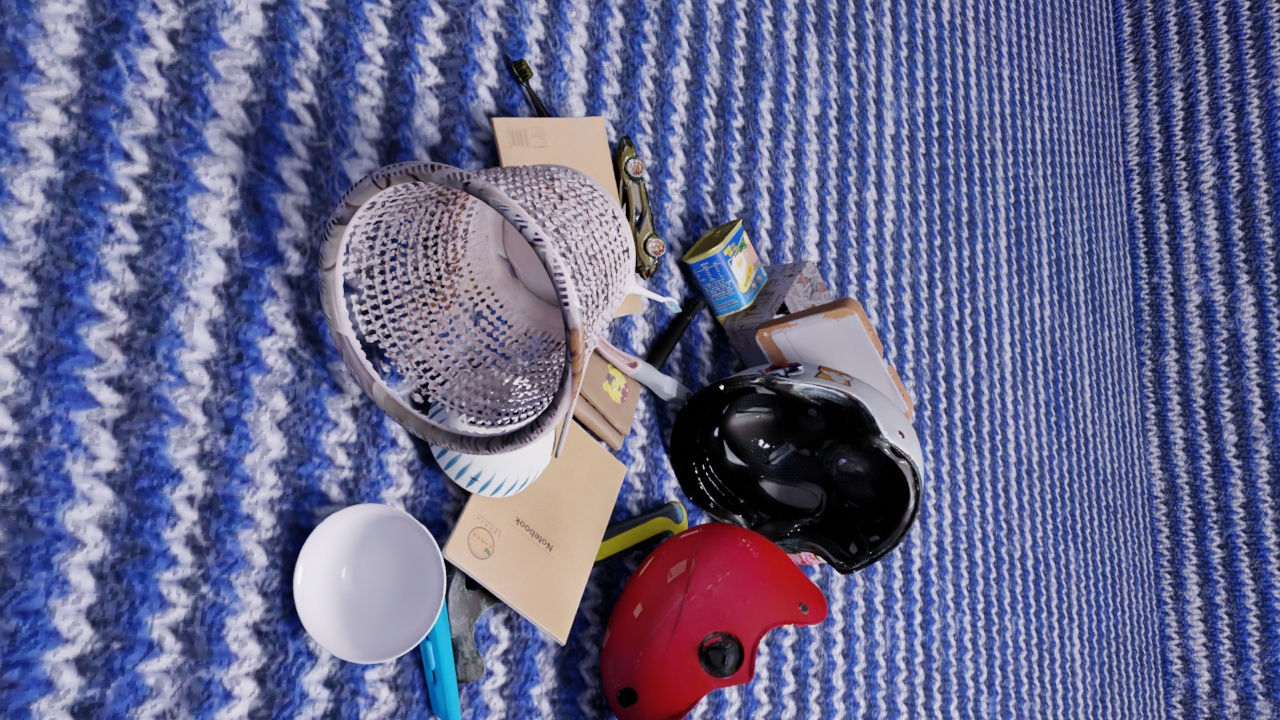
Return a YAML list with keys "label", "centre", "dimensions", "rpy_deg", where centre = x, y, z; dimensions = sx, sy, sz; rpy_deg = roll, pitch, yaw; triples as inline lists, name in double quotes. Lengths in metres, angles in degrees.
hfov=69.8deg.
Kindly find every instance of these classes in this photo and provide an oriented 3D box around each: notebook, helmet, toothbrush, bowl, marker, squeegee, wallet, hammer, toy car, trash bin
- label: "notebook"
  centre: [-0.069, -0.141, 0.923]
  dimensions: [0.149, 0.012, 0.211]
  rpy_deg: [-17, 96, -46]
- label: "helmet"
  centre: [0.046, 0.252, 0.903]
  dimensions: [0.239, 0.207, 0.144]
  rpy_deg: [-33, 83, -19]
- label: "helmet"
  centre: [0.188, 0.096, 1.032]
  dimensions: [0.156, 0.274, 0.230]
  rpy_deg: [-40, 140, -53]
- label: "toothbrush"
  centre: [-0.077, -0.214, 0.958]
  dimensions: [0.026, 0.027, 0.213]
  rpy_deg: [-45, 116, -37]
- label: "toothbrush"
  centre: [-0.034, -0.084, 0.925]
  dimensions: [0.220, 0.027, 0.026]
  rpy_deg: [19, 35, -44]
- label: "bowl"
  centre: [-0.122, 0.055, 0.809]
  dimensions: [0.116, 0.066, 0.116]
  rpy_deg: [21, 51, -28]
- label: "marker"
  centre: [0.037, -0.026, 1.053]
  dimensions: [0.131, 0.022, 0.020]
  rpy_deg: [-55, 128, -38]
- label: "bowl"
  centre: [-0.202, 0.171, 0.719]
  dimensions: [0.065, 0.118, 0.118]
  rpy_deg: [61, 27, -81]
- label: "notebook"
  centre: [-0.089, 0.136, 0.857]
  dimensions: [0.148, 0.008, 0.207]
  rpy_deg: [44, 42, -23]
- label: "squeegee"
  centre: [-0.006, 0.006, 0.947]
  dimensions: [0.249, 0.040, 0.247]
  rpy_deg: [35, 66, -57]
- label: "wallet"
  centre: [-0.047, 0.027, 0.943]
  dimensions: [0.115, 0.033, 0.090]
  rpy_deg: [47, 43, -35]
- label: "hammer"
  centre: [-0.064, 0.192, 0.900]
  dimensions: [0.322, 0.032, 0.126]
  rpy_deg: [-12, 93, -47]
- label: "toy car"
  centre: [-0.006, -0.166, 1.003]
  dimensions: [0.042, 0.070, 0.158]
  rpy_deg: [-13, 93, -6]
- label: "trash bin"
  centre: [-0.107, -0.066, 0.740]
  dimensions: [0.191, 0.228, 0.227]
  rpy_deg: [-45, 116, -56]

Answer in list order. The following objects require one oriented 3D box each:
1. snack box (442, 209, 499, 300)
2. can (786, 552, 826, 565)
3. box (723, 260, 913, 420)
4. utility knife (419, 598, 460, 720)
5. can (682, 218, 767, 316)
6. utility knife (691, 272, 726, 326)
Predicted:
- label: "snack box"
  centre: [-0.121, -0.096, 0.890]
  dimensions: [0.155, 0.027, 0.077]
  rpy_deg: [3, 81, -47]
- label: "can"
  centre: [0.187, 0.215, 1.120]
  dimensions: [0.066, 0.094, 0.066]
  rpy_deg: [10, 77, -46]
- label: "box"
  centre: [0.230, -0.021, 1.115]
  dimensions: [0.183, 0.194, 0.156]
  rpy_deg: [56, 49, -28]
- label: "utility knife"
  centre: [-0.169, 0.263, 0.774]
  dimensions: [0.018, 0.034, 0.204]
  rpy_deg: [-13, 95, -60]
- label: "can"
  centre: [0.104, -0.111, 1.102]
  dimensions: [0.083, 0.057, 0.101]
  rpy_deg: [61, 35, -16]
- label: "utility knife"
  centre: [0.118, -0.042, 1.146]
  dimensions: [0.206, 0.021, 0.030]
  rpy_deg: [53, 44, -36]
